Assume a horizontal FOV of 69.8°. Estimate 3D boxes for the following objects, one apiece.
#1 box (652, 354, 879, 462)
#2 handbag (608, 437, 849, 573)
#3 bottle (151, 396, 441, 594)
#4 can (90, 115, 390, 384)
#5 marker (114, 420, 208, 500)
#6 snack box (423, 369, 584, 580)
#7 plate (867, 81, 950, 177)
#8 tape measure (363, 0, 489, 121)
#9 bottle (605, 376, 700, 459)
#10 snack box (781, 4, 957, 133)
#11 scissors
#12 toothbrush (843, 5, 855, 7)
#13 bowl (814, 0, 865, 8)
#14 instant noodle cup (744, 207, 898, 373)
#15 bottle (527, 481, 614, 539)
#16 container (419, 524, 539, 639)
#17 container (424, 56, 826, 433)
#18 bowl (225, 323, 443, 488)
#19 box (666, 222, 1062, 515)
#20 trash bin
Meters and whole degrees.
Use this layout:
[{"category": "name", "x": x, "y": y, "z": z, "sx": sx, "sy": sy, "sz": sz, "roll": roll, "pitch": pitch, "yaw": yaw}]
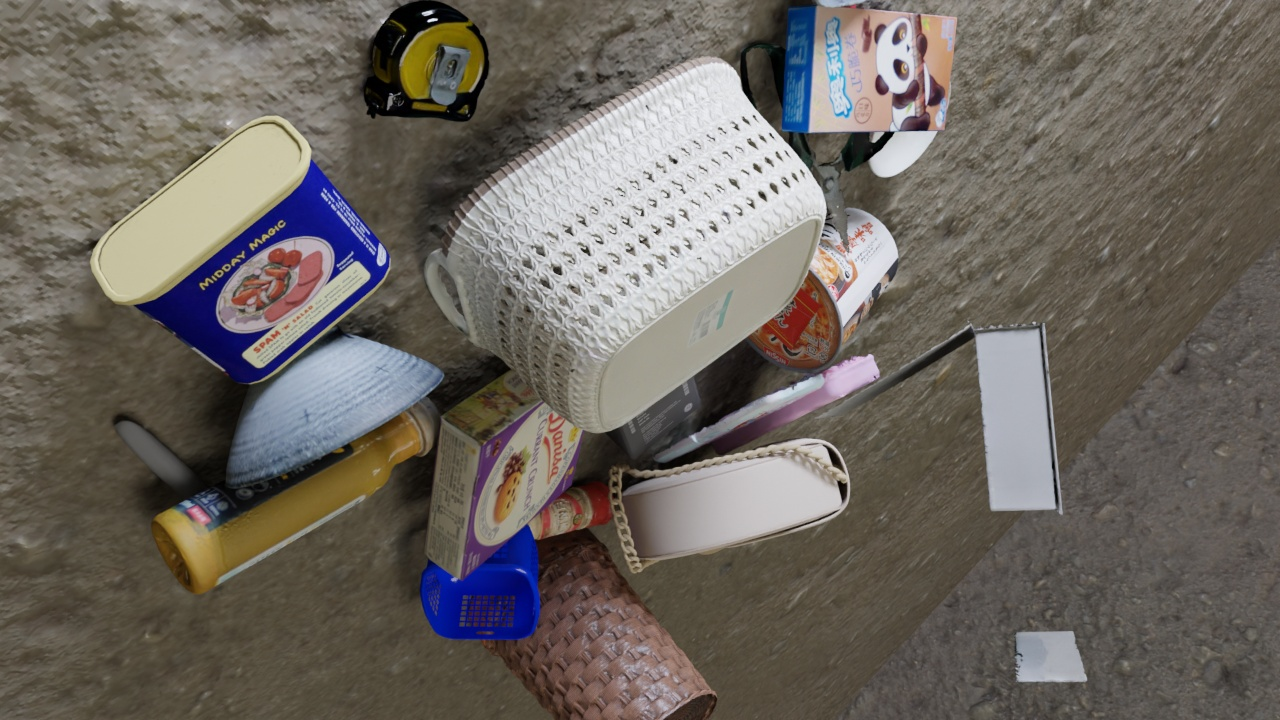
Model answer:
[{"category": "box", "x": 0.119, "y": 0.054, "z": 0.885, "sx": 0.152, "sy": 0.038, "sz": 0.202, "roll": -22, "pitch": 172, "yaw": -38}, {"category": "handbag", "x": 0.084, "y": 0.123, "z": 0.875, "sx": 0.208, "sy": 0.103, "sz": 0.210, "roll": -16, "pitch": 175, "yaw": 3}, {"category": "bottle", "x": -0.209, "y": 0.077, "z": 0.588, "sx": 0.185, "sy": 0.053, "sz": 0.053, "roll": -31, "pitch": 145, "yaw": -40}, {"category": "can", "x": -0.199, "y": -0.052, "z": 0.475, "sx": 0.116, "sy": 0.056, "sz": 0.092, "roll": -42, "pitch": 148, "yaw": -9}, {"category": "marker", "x": -0.279, "y": 0.077, "z": 0.559, "sx": 0.022, "sy": 0.016, "sz": 0.139, "roll": -17, "pitch": 142, "yaw": -3}, {"category": "snack box", "x": -0.097, "y": 0.071, "z": 0.700, "sx": 0.147, "sy": 0.040, "sz": 0.144, "roll": -38, "pitch": 151, "yaw": -48}, {"category": "plate", "x": 0.233, "y": -0.217, "z": 0.823, "sx": 0.104, "sy": 0.026, "sz": 0.104, "roll": -29, "pitch": 142, "yaw": -25}, {"category": "tape measure", "x": -0.110, "y": -0.157, "z": 0.485, "sx": 0.061, "sy": 0.034, "sz": 0.061, "roll": -13, "pitch": 132, "yaw": -43}, {"category": "bottle", "x": -0.005, "y": 0.005, "z": 0.767, "sx": 0.083, "sy": 0.046, "sz": 0.174, "roll": -38, "pitch": 146, "yaw": -14}, {"category": "snack box", "x": 0.175, "y": -0.217, "z": 0.694, "sx": 0.151, "sy": 0.034, "sz": 0.087, "roll": -10, "pitch": 109, "yaw": -33}, {"category": "scissors", "x": 0.137, "y": -0.181, "z": 0.710, "sx": 0.202, "sy": 0.015, "sz": 0.201, "roll": 29, "pitch": 87, "yaw": -39}, {"category": "toothbrush", "x": 0.152, "y": -0.266, "z": 0.690, "sx": 0.017, "sy": 0.012, "sz": 0.213, "roll": -28, "pitch": 143, "yaw": -22}, {"category": "bowl", "x": 0.132, "y": -0.293, "z": 0.598, "sx": 0.110, "sy": 0.055, "sz": 0.111, "roll": -30, "pitch": 144, "yaw": -25}, {"category": "instant noodle cup", "x": 0.161, "y": -0.072, "z": 0.822, "sx": 0.121, "sy": 0.124, "sz": 0.124, "roll": -37, "pitch": 147, "yaw": -32}, {"category": "bottle", "x": -0.074, "y": 0.139, "z": 0.834, "sx": 0.108, "sy": 0.044, "sz": 0.044, "roll": -6, "pitch": 129, "yaw": -46}, {"category": "container", "x": -0.131, "y": 0.181, "z": 0.770, "sx": 0.096, "sy": 0.058, "sz": 0.114, "roll": 1, "pitch": 134, "yaw": -3}, {"category": "container", "x": 0.001, "y": -0.070, "z": 0.605, "sx": 0.245, "sy": 0.143, "sz": 0.185, "roll": -36, "pitch": 159, "yaw": -18}, {"category": "bowl", "x": -0.190, "y": 0.015, "z": 0.537, "sx": 0.136, "sy": 0.137, "sz": 0.057, "roll": -31, "pitch": 104, "yaw": -24}, {"category": "box", "x": 0.212, "y": 0.002, "z": 0.897, "sx": 0.167, "sy": 0.422, "sz": 0.173, "roll": 5, "pitch": 104, "yaw": -68}, {"category": "trash bin", "x": -0.043, "y": 0.279, "z": 0.863, "sx": 0.151, "sy": 0.210, "sz": 0.151, "roll": -30, "pitch": 144, "yaw": -25}]
